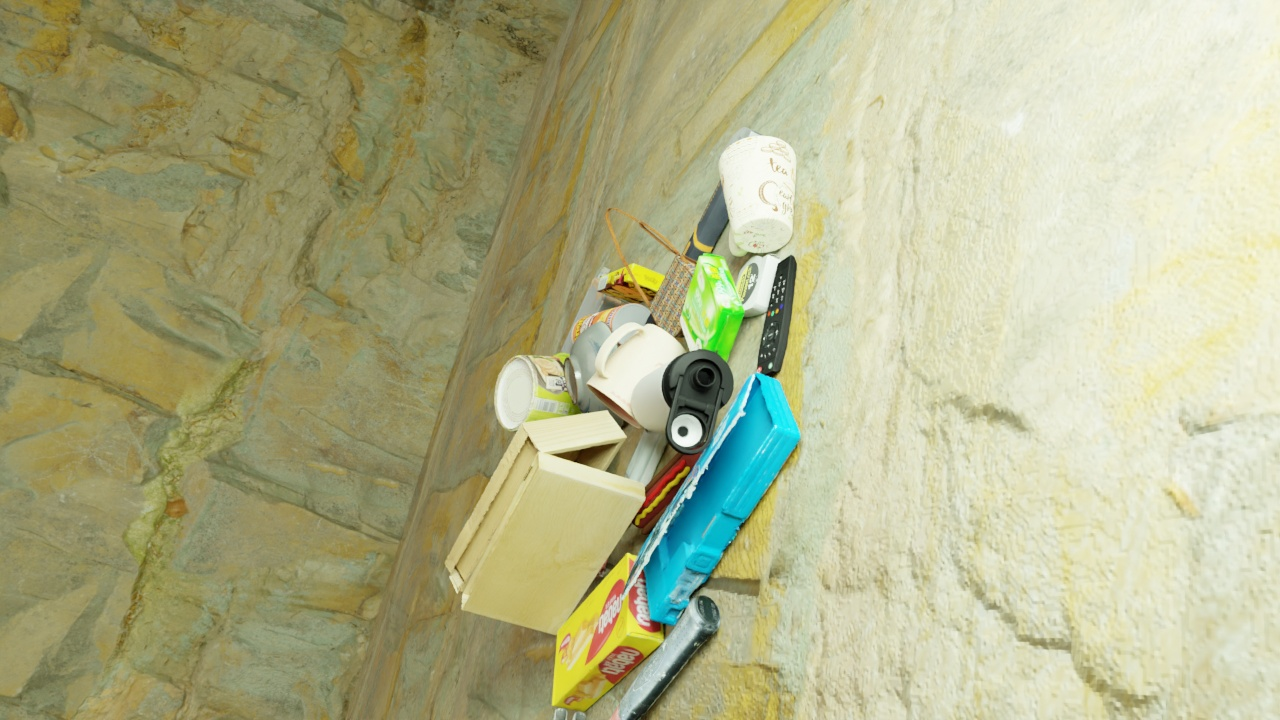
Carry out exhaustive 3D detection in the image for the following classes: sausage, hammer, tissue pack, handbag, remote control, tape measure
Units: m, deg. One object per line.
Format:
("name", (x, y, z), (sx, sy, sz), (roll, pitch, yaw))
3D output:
("sausage", (0.031, 0.133, 0.952), (0.156, 0.040, 0.040), (-52, 25, 45))
("hammer", (-0.014, 0.332, 0.886), (0.327, 0.036, 0.140), (-59, 22, 31))
("hammer", (0.073, -0.136, 1.124), (0.139, 0.035, 0.313), (-100, 33, -60))
("tissue pack", (0.075, -0.045, 0.976), (0.113, 0.034, 0.100), (-106, 24, -48))
("handbag", (0.017, -0.117, 1.110), (0.195, 0.043, 0.094), (52, 134, 27))
("remote control", (-0.001, 0.126, 1.079), (0.133, 0.022, 0.050), (-67, 18, 11))
("tape measure", (0.118, -0.078, 0.950), (0.065, 0.016, 0.064), (-19, 54, 68))
("remote control", (0.132, -0.042, 0.881), (0.039, 0.010, 0.124), (-33, 41, 62))

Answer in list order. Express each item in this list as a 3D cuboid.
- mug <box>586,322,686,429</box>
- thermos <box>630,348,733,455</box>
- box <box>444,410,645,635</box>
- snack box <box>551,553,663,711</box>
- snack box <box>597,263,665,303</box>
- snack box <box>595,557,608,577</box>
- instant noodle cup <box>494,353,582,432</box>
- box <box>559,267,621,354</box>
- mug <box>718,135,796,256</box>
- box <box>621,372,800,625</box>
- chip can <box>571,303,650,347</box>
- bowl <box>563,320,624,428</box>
("mug", (-0.006, 0.006, 1.065), (0.085, 0.111, 0.104), (29, 74, 44))
("thermos", (0.034, 0.048, 0.916), (0.230, 0.068, 0.101), (140, 147, -78))
("box", (-0.112, 0.185, 1.030), (0.249, 0.140, 0.148), (-60, 42, 33))
("snack box", (-0.037, 0.294, 0.979), (0.201, 0.042, 0.092), (126, 155, -42))
("snack box", (-0.011, -0.106, 1.291), (0.149, 0.061, 0.025), (-7, 65, 71))
("snack box", (-0.117, 0.191, 1.199), (0.273, 0.044, 0.077), (30, 108, 57))
("instant noodle cup", (-0.159, 0.056, 1.429), (0.147, 0.097, 0.146), (-15, 71, 50))
("box", (-0.096, -0.041, 1.519), (0.157, 0.063, 0.217), (-87, 21, -69))
("mug", (0.116, -0.157, 0.959), (0.122, 0.081, 0.097), (125, 150, -55))
("box", (0.054, 0.126, 0.845), (0.090, 0.066, 0.244), (-100, 33, -58))
("chip can", (-0.043, -0.042, 1.316), (0.211, 0.062, 0.062), (-6, 66, 71))
("bowl", (-0.068, 0.024, 1.234), (0.151, 0.056, 0.150), (170, 90, -72))
